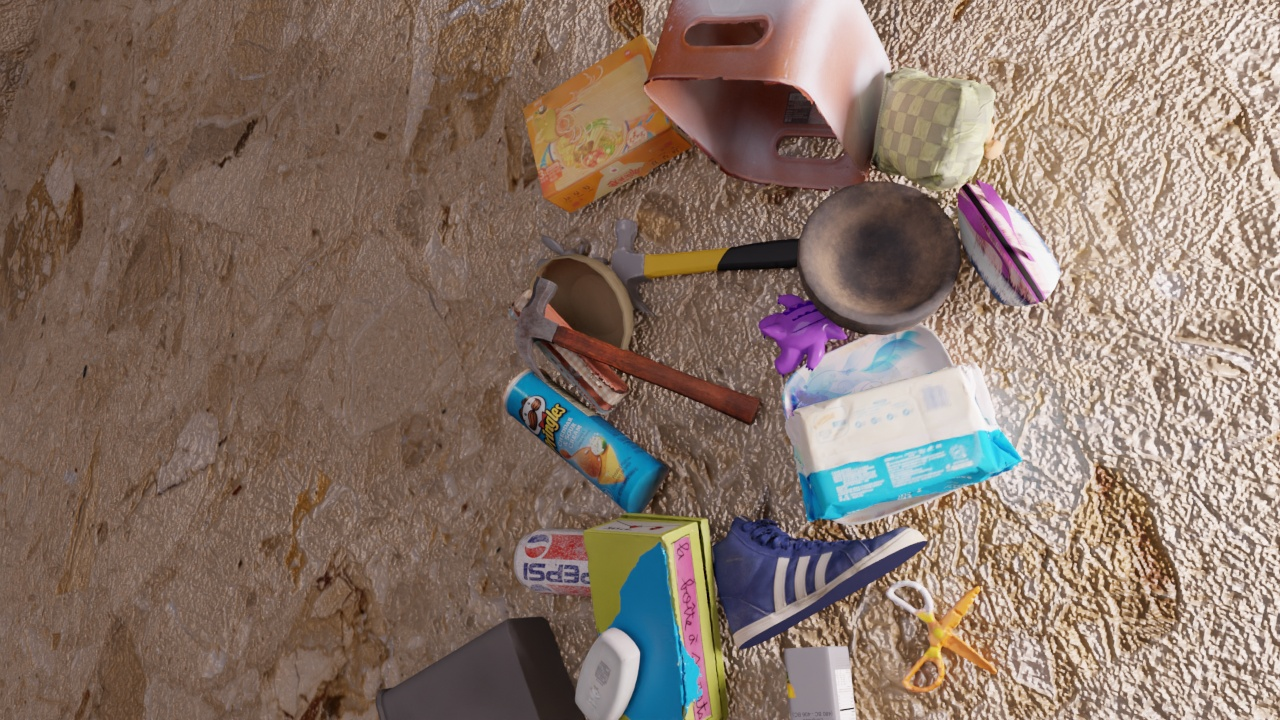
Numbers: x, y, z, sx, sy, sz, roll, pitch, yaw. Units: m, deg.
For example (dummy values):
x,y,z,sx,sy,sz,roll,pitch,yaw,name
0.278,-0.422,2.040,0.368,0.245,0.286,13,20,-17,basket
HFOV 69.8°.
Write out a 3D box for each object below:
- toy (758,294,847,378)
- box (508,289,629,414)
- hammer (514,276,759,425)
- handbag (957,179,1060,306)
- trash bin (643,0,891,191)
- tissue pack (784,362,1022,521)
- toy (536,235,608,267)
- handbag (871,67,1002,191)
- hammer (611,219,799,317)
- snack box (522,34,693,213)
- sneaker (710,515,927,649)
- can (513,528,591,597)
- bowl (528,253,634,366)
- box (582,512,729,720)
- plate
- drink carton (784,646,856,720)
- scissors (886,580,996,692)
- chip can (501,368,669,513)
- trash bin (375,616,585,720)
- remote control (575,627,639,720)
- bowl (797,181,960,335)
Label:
x,y,z,sx,sy,sz,roll,pitch,yaw,name
0.178,-0.037,1.013,0.088,0.056,0.106,-24,58,10,toy
-0.086,-0.016,1.119,0.060,0.058,0.187,-42,80,-14,box
-0.006,0.006,1.067,0.301,0.028,0.111,21,84,11,hammer
0.337,-0.121,0.870,0.068,0.169,0.144,-34,64,20,handbag
0.145,-0.304,0.972,0.182,0.259,0.157,12,84,32,trash bin
0.254,0.081,0.908,0.210,0.066,0.117,-18,71,17,tissue pack
-0.092,-0.132,1.210,0.112,0.030,0.049,19,104,27,toy
0.308,-0.230,0.928,0.186,0.117,0.113,-113,29,-67,handbag
0.107,-0.122,1.092,0.324,0.029,0.127,-2,78,29,hammer
-0.041,-0.298,1.186,0.196,0.080,0.145,-24,67,24,snack box
0.169,0.193,0.954,0.234,0.091,0.118,-41,59,26,sneaker
-0.076,0.240,1.090,0.136,0.078,0.078,-5,77,30,can
-0.068,-0.063,1.147,0.152,0.050,0.152,15,118,30,bowl
0.017,0.282,0.988,0.125,0.082,0.221,-8,93,41,box
0.253,0.067,0.969,0.187,0.016,0.186,-26,67,23,plate
0.182,0.352,0.916,0.049,0.076,0.124,-13,69,28,drink carton
0.292,0.268,0.905,0.130,0.011,0.125,41,102,30,scissors
-0.069,0.095,1.118,0.229,0.079,0.080,36,98,30,chip can
-0.189,0.442,1.104,0.220,0.097,0.191,-34,64,19,trash bin
-0.035,0.335,0.968,0.060,0.028,0.114,34,120,33,remote control
0.244,-0.100,0.956,0.162,0.070,0.162,-2,72,7,bowl
